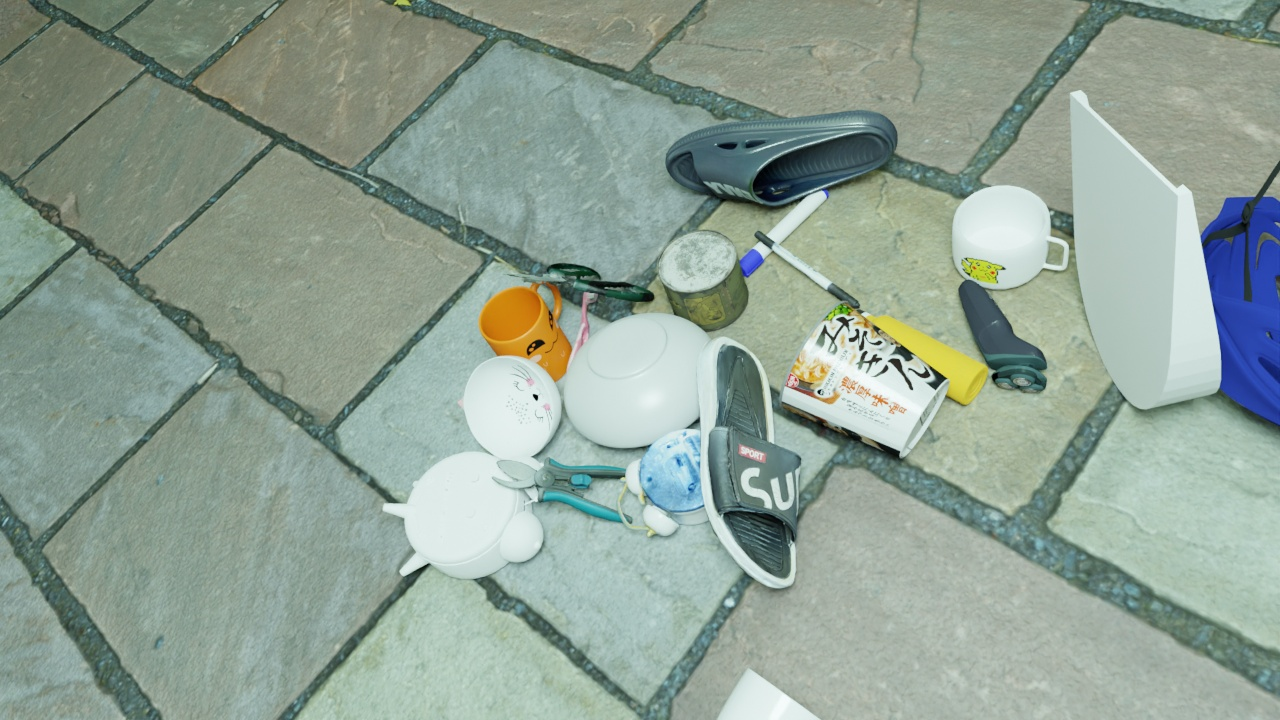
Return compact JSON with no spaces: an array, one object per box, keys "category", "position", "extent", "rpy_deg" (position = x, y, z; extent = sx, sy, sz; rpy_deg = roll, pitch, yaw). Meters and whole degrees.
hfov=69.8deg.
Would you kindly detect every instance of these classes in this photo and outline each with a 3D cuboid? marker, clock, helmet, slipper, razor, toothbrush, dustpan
[{"category":"marker","position":[0.184,-0.102,1.021],"extent":[0.011,0.011,0.152],"rpy_deg":[-43,63,-11]},{"category":"clock","position":[-0.179,0.156,0.951],"extent":[0.161,0.073,0.125],"rpy_deg":[-9,55,14]},{"category":"helmet","position":[0.549,-0.072,0.749],"extent":[0.148,0.228,0.240],"rpy_deg":[0,51,6]},{"category":"slipper","position":[0.158,-0.216,1.056],"extent":[0.269,0.110,0.083],"rpy_deg":[-4,64,24]},{"category":"razor","position":[0.353,-0.027,0.906],"extent":[0.052,0.047,0.142],"rpy_deg":[-35,46,25]},{"category":"toothbrush","position":[-0.068,-0.032,1.072],"extent":[0.016,0.021,0.134],"rpy_deg":[-9,52,25]},{"category":"marker","position":[0.166,-0.151,1.069],"extent":[0.141,0.020,0.020],"rpy_deg":[-44,54,-12]},{"category":"clock","position":[0.033,0.124,0.911],"extent":[0.125,0.052,0.088],"rpy_deg":[-27,53,1]},{"category":"dustpan","position":[0.432,-0.079,0.777],"extent":[0.053,0.258,0.191],"rpy_deg":[-15,36,10]},{"category":"slipper","position":[0.110,0.083,0.874],"extent":[0.063,0.111,0.263],"rpy_deg":[-39,40,36]}]

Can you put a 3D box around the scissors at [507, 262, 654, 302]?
[{"category":"scissors","position":[-0.063,-0.083,1.024],"extent":[0.137,0.209,0.015],"rpy_deg":[23,106,18]}]

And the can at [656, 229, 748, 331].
[{"category":"can","position":[0.071,-0.089,1.027],"extent":[0.090,0.075,0.089],"rpy_deg":[-9,53,13]}]

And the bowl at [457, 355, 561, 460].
[{"category":"bowl","position":[-0.132,0.048,1.003],"extent":[0.115,0.050,0.115],"rpy_deg":[5,102,26]}]

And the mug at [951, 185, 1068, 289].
[{"category":"mug","position":[0.380,-0.122,0.941],"extent":[0.116,0.068,0.094],"rpy_deg":[24,68,31]}]

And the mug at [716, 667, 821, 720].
[{"category":"mug","position":[0.111,0.321,0.744],"extent":[0.114,0.081,0.087],"rpy_deg":[36,79,2]}]

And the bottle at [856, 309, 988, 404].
[{"category":"bottle","position":[0.272,-0.008,0.920],"extent":[0.144,0.043,0.043],"rpy_deg":[34,73,34]}]

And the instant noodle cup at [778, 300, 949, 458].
[{"category":"instant noodle cup","position":[0.218,0.025,0.878],"extent":[0.122,0.124,0.123],"rpy_deg":[32,72,24]}]

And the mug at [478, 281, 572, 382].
[{"category":"mug","position":[-0.122,-0.040,1.048],"extent":[0.078,0.096,0.112],"rpy_deg":[13,63,26]}]

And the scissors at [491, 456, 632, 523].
[{"category":"scissors","position":[-0.067,0.127,0.934],"extent":[0.154,0.019,0.126],"rpy_deg":[-27,70,-26]}]

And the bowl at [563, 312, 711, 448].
[{"category":"bowl","position":[-0.006,0.006,0.976],"extent":[0.177,0.066,0.176],"rpy_deg":[-13,43,12]}]
